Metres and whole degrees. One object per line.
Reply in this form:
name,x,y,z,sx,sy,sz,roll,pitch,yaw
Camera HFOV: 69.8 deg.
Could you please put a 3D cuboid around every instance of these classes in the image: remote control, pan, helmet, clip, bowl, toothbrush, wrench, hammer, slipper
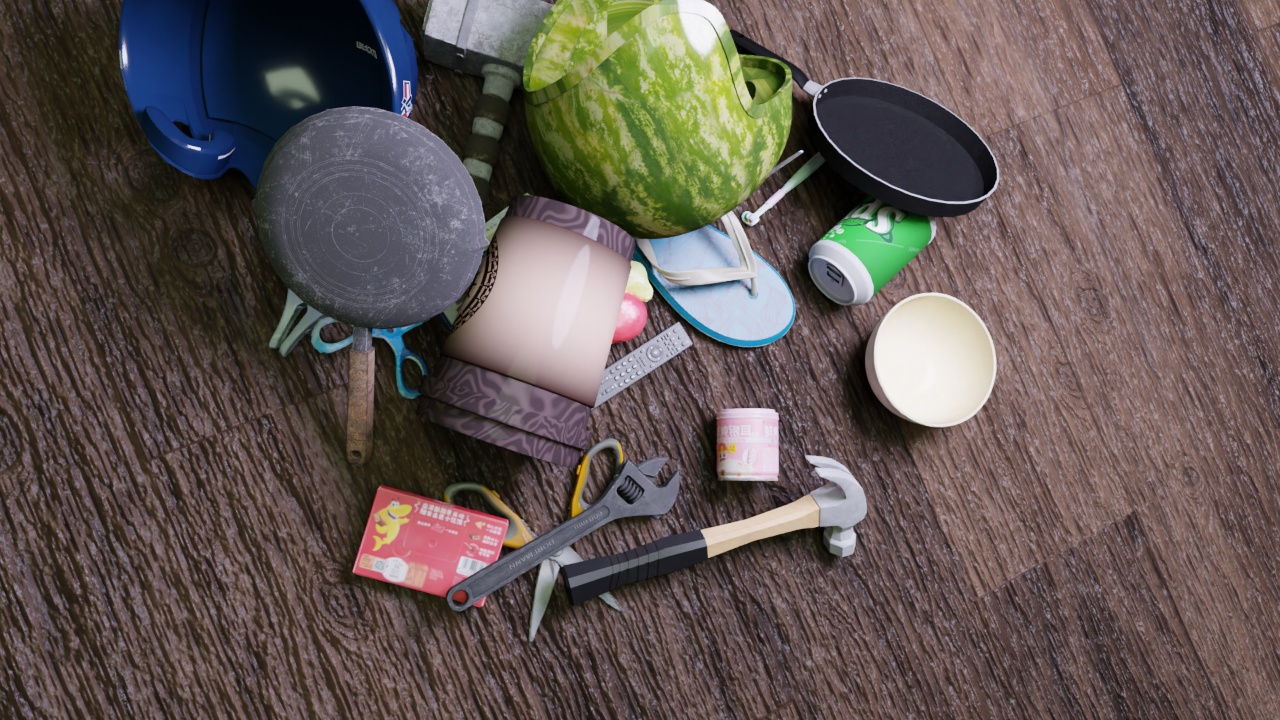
remote control,-0.006,0.006,1.000,0.140,0.009,0.030,-33,91,-16
pan,-0.252,-0.047,0.834,0.207,0.040,0.358,9,115,-3
helmet,0.016,-0.234,0.887,0.243,0.213,0.247,-46,128,12
clip,-0.317,-0.100,0.929,0.164,0.032,0.165,-17,86,-15
bowl,0.317,0.004,1.046,0.150,0.075,0.150,2,81,-14
pan,0.243,-0.280,1.054,0.356,0.034,0.224,34,47,11
toothbrush,0.117,-0.190,0.969,0.010,0.182,0.010,-6,81,-27
helmet,-0.308,-0.261,0.848,0.272,0.233,0.222,48,29,19
wrench,-0.073,0.176,0.933,0.272,0.018,0.073,-28,100,-22
hammer,0.080,0.187,0.955,0.328,0.039,0.131,-15,126,-11
hammer,-0.164,-0.228,0.964,0.177,0.079,0.326,15,85,-12
slipper,0.054,-0.125,1.008,0.295,0.060,0.118,43,78,-5
toothbrush,0.177,-0.208,1.071,0.154,0.015,0.022,-42,59,-15

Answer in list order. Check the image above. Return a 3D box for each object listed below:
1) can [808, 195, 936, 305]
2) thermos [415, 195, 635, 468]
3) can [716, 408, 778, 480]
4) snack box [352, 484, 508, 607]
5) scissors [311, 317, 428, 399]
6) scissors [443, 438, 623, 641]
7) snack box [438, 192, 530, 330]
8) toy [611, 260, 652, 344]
can,0.264,-0.133,1.045,0.139,0.088,0.088,-41,93,-15
thermos,-0.101,-0.029,0.886,0.172,0.173,0.226,20,85,-11
can,0.115,0.091,0.989,0.067,0.067,0.076,2,83,-14
snack box,-0.207,0.184,0.911,0.133,0.021,0.089,17,90,-8
scissors,-0.257,-0.020,0.926,0.133,0.011,0.140,-26,104,-24
scissors,-0.100,0.174,0.952,0.229,0.016,0.225,22,80,-11
snack box,-0.150,-0.097,0.949,0.149,0.026,0.082,-41,128,-17
toy,-0.039,-0.053,0.981,0.091,0.045,0.135,24,82,-5
